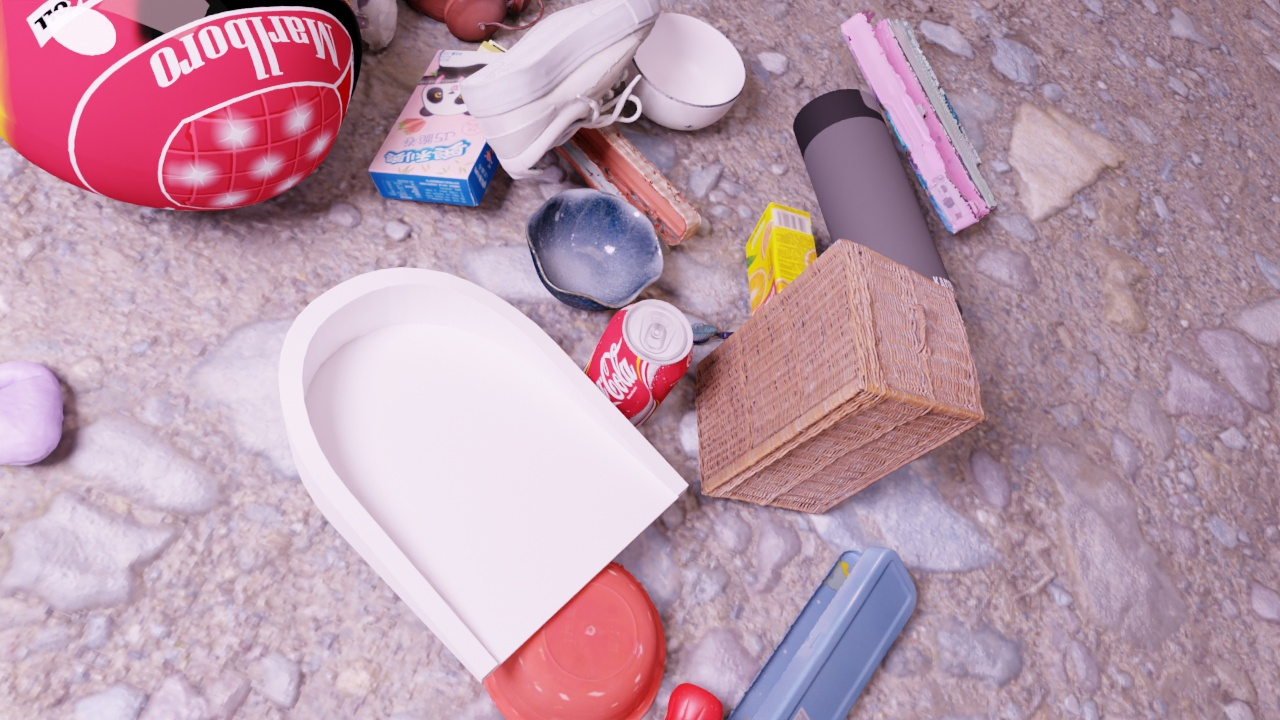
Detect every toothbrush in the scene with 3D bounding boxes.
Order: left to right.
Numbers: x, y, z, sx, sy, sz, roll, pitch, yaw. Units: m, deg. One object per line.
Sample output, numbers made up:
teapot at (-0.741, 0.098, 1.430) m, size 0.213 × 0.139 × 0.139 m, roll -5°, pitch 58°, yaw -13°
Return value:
toothbrush at (0.120, -0.025, 0.784) m, size 0.188 × 0.017 × 0.016 m, roll -1°, pitch 62°, yaw -22°

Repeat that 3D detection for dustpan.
dustpan at (-0.120, 0.045, 0.609) m, size 0.258 × 0.053 × 0.191 m, roll 40°, pitch 55°, yaw 17°

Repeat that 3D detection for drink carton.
drink carton at (0.121, -0.065, 0.768) m, size 0.043 × 0.059 × 0.134 m, roll 13°, pitch 47°, yaw -13°

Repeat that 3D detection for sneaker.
sneaker at (-0.052, -0.229, 0.752) m, size 0.090 × 0.091 × 0.241 m, roll 3°, pitch 38°, yaw 33°

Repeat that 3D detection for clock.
clock at (-0.156, -0.357, 0.832) m, size 0.157 × 0.072 × 0.120 m, roll 37°, pitch 57°, yaw 3°

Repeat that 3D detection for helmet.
helmet at (-0.305, -0.215, 0.628) m, size 0.270 × 0.198 × 0.224 m, roll -32°, pitch 77°, yaw -40°

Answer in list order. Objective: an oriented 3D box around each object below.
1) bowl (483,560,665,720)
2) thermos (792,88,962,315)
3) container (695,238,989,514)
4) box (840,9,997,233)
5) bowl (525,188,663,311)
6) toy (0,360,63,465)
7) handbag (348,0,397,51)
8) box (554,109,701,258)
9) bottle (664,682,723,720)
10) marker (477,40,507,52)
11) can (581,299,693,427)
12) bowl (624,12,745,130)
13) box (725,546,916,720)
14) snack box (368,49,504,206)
bowl at (-0.038, 0.181, 0.598) m, size 0.130 × 0.045 × 0.130 m, roll 9°, pitch 60°, yaw -16°
thermos at (0.209, -0.132, 0.831) m, size 0.082 × 0.082 × 0.240 m, roll -1°, pitch 61°, yaw -21°
container at (0.134, 0.023, 0.658) m, size 0.112 × 0.199 × 0.113 m, roll 16°, pitch 55°, yaw -25°
box at (0.289, -0.245, 0.930) m, size 0.158 × 0.035 × 0.230 m, roll -29°, pitch 91°, yaw -56°
bowl at (-0.041, -0.079, 0.733) m, size 0.110 × 0.055 × 0.110 m, roll 9°, pitch 60°, yaw -16°
toy at (-0.404, 0.033, 0.551) m, size 0.099 × 0.037 × 0.080 m, roll -1°, pitch 53°, yaw -26°
handbag at (-0.244, -0.364, 0.733) m, size 0.072 × 0.195 × 0.138 m, roll -25°, pitch 70°, yaw -23°
box at (-0.035, -0.160, 0.789) m, size 0.188 × 0.056 × 0.063 m, roll 46°, pitch 52°, yaw 11°
bottle at (0.013, 0.264, 0.577) m, size 0.036 × 0.036 × 0.118 m, roll 33°, pitch 57°, yaw 0°
marker at (-0.090, -0.249, 0.828) m, size 0.124 × 0.021 × 0.017 m, roll 31°, pitch 12°, yaw -3°
can at (-0.004, 0.004, 0.671) m, size 0.064 × 0.105 × 0.064 m, roll 9°, pitch 60°, yaw -16°
bowl at (0.034, -0.260, 0.854) m, size 0.113 × 0.063 × 0.113 m, roll 9°, pitch 61°, yaw -16°
box at (0.122, 0.220, 0.653) m, size 0.209 × 0.059 × 0.068 m, roll -44°, pitch 113°, yaw -31°
snack box at (-0.150, -0.193, 0.749) m, size 0.088 × 0.033 × 0.153 m, roll 7°, pitch 56°, yaw 15°
